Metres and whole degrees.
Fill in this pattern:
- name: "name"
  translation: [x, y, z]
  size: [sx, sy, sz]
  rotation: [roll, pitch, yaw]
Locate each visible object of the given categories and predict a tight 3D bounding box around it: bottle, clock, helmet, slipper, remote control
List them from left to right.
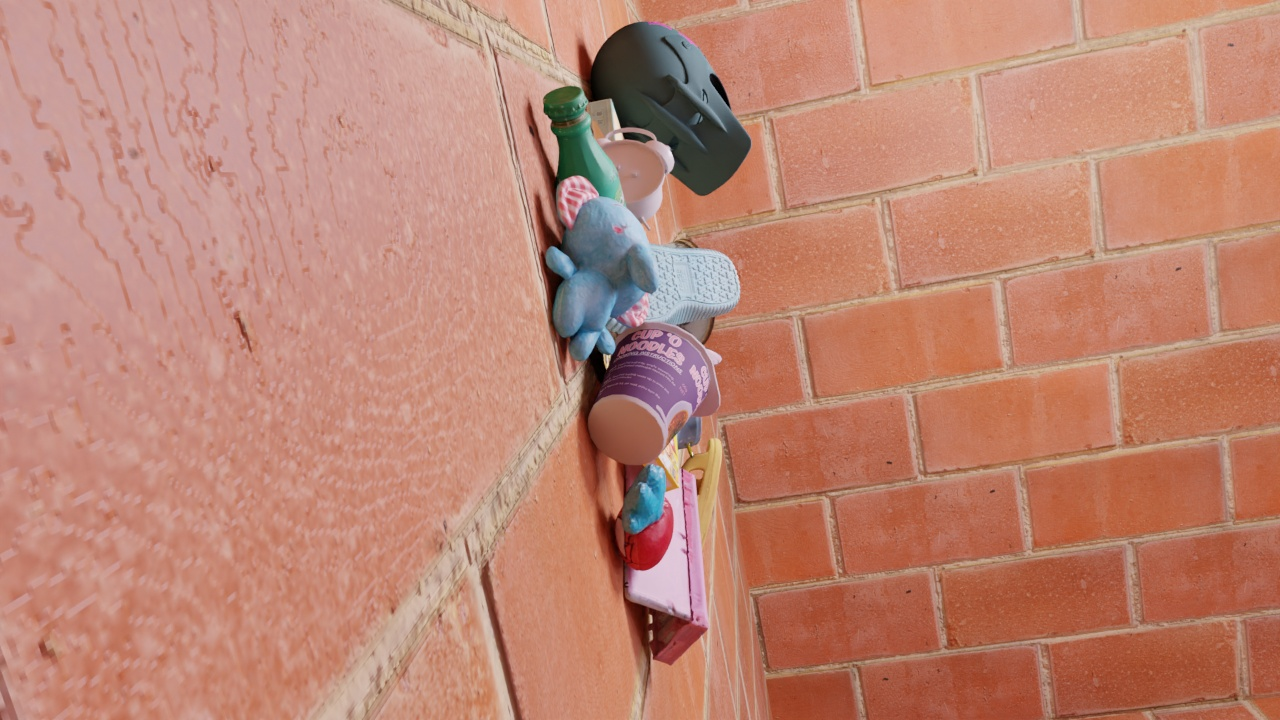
- name: "bottle"
  translation: [-0.056, -0.188, 0.981]
  size: [0.068, 0.068, 0.210]
  rotation: [-91, 168, -50]
- name: "remote control"
  translation: [-0.040, 0.006, 1.061]
  size: [0.133, 0.013, 0.058]
  rotation: [70, 12, -53]
- name: "clock"
  translation: [-0.020, -0.239, 1.161]
  size: [0.061, 0.120, 0.159]
  rotation: [84, 11, -59]
- name: "slipper"
  translation: [0.024, -0.090, 1.157]
  size: [0.275, 0.070, 0.116]
  rotation: [-9, 88, -45]
- name: "clock"
  translation: [0.035, 0.069, 1.296]
  size: [0.162, 0.060, 0.118]
  rotation: [-132, -144, -64]
- name: "helmet"
  translation: [0.046, -0.385, 1.390]
  size: [0.275, 0.177, 0.199]
  rotation: [43, 23, -6]
- name: "slipper"
  translation: [0.057, 0.211, 1.260]
  size: [0.100, 0.078, 0.262]
  rotation: [104, 3, -55]

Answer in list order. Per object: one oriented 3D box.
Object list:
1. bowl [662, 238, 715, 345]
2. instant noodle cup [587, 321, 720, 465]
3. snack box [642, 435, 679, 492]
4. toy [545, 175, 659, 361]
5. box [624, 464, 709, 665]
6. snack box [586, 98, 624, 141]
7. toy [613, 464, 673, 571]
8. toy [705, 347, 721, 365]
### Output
- name: "bowl"
  translation: [0.027, -0.088, 1.294]
  size: [0.160, 0.093, 0.160]
  rotation: [32, -54, 58]
- name: "instant noodle cup"
  translation: [0.010, 0.046, 0.962]
  size: [0.137, 0.122, 0.121]
  rotation: [37, 37, -3]
- name: "snack box"
  translation: [0.020, 0.084, 1.134]
  size: [0.152, 0.025, 0.075]
  rotation: [-91, 155, -52]
- name: "toy"
  translation: [-0.035, -0.083, 0.903]
  size: [0.180, 0.115, 0.183]
  rotation: [-76, 147, -44]
- name: "box"
  translation: [0.008, 0.224, 1.090]
  size: [0.107, 0.115, 0.232]
  rotation: [-55, -158, 35]
- name: "snack box"
  translation: [-0.036, -0.249, 1.307]
  size: [0.141, 0.044, 0.193]
  rotation: [63, 19, -69]
- name: "toy"
  translation: [0.003, 0.164, 0.957]
  size: [0.092, 0.062, 0.133]
  rotation: [-78, 169, -46]
- name: "toy"
  translation: [0.053, -0.069, 1.491]
  size: [0.224, 0.099, 0.191]
  rotation: [60, 10, -12]
